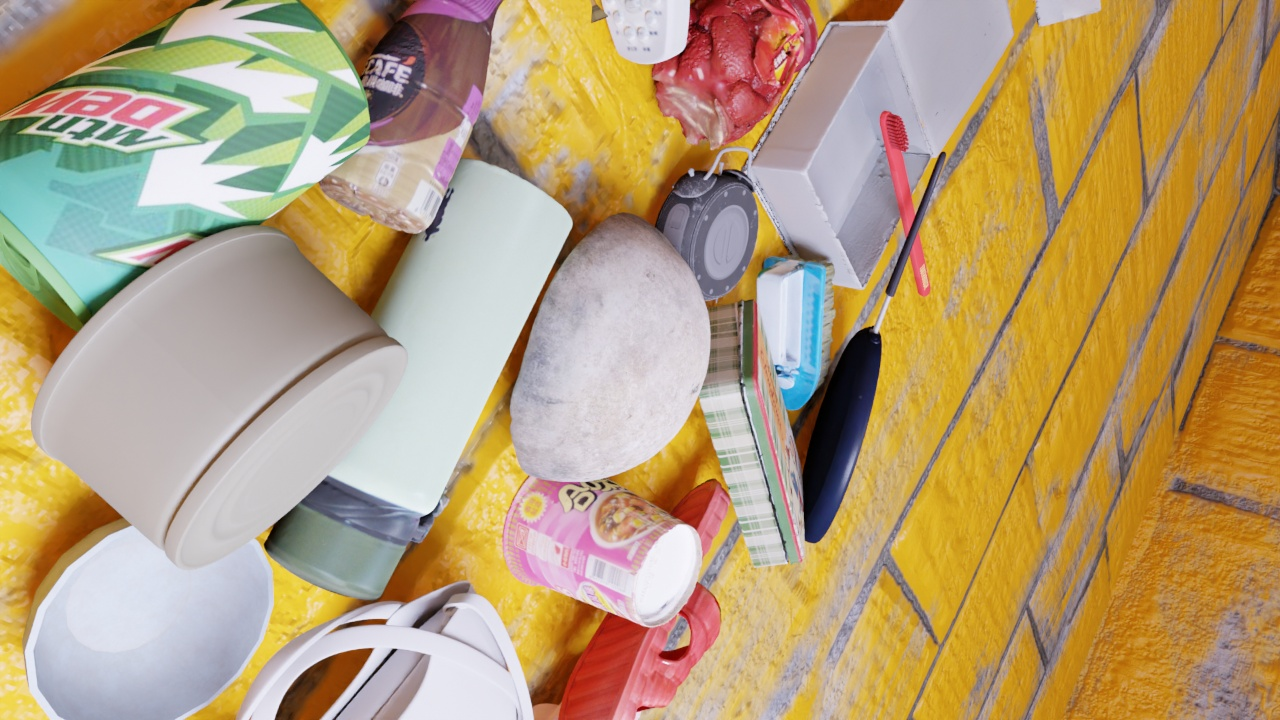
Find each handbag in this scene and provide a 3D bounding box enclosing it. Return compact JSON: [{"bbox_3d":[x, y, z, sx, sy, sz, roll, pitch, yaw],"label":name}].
[{"bbox_3d":[-0.149,0.216,0.482,0.215,0.096,0.223,-49,150,-27],"label":"handbag"}]

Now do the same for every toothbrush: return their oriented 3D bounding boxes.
[{"bbox_3d":[0.231,-0.125,0.780,0.012,0.018,0.212,-44,136,-13],"label":"toothbrush"}]

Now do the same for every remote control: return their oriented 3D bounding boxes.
[{"bbox_3d":[0.000,-0.238,0.553,0.028,0.060,0.114,-37,132,-40],"label":"remote control"}]

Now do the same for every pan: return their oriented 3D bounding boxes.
[{"bbox_3d":[0.192,-0.006,0.791,0.198,0.021,0.357,-62,169,-67],"label":"pan"}]

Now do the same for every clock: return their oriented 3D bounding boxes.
[{"bbox_3d":[0.046,-0.096,0.667,0.091,0.044,0.123,-16,120,-49],"label":"clock"}]

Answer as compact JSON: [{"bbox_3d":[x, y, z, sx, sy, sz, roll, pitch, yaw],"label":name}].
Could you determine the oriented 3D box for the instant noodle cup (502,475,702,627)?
[{"bbox_3d":[-0.021,0.126,0.620,0.097,0.109,0.098,-21,119,-44],"label":"instant noodle cup"}]

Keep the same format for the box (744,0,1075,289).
[{"bbox_3d":[0.240,-0.246,0.801,0.368,0.098,0.166,-55,138,-11],"label":"box"}]

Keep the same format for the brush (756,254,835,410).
[{"bbox_3d":[0.127,-0.018,0.783,0.075,0.055,0.136,-28,124,-46],"label":"brush"}]

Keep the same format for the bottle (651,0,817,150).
[{"bbox_3d":[0.064,-0.201,0.612,0.111,0.099,0.099,-44,133,-24],"label":"bottle"}]

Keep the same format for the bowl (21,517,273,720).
[{"bbox_3d":[-0.230,0.115,0.425,0.106,0.039,0.106,-20,118,-44],"label":"bowl"}]

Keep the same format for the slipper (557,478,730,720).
[{"bbox_3d":[0.017,0.192,0.667,0.059,0.104,0.248,41,45,-9],"label":"slipper"}]

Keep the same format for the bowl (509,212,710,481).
[{"bbox_3d":[-0.003,0.003,0.577,0.177,0.081,0.179,-53,155,-38],"label":"bowl"}]

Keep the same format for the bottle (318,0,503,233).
[{"bbox_3d":[-0.103,-0.150,0.462,0.059,0.060,0.166,29,81,-50],"label":"bottle"}]

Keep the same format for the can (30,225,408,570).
[{"bbox_3d":[-0.168,0.016,0.383,0.127,0.073,0.128,-48,177,-3],"label":"can"}]

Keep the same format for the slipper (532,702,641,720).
[{"bbox_3d":[-0.059,0.291,0.678,0.220,0.056,0.107,-46,134,-44],"label":"slipper"}]

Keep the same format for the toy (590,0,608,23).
[{"bbox_3d":[-0.038,-0.237,0.501,0.076,0.063,0.100,-27,105,-21],"label":"toy"}]

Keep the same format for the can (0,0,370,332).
[{"bbox_3d":[-0.188,-0.083,0.369,0.143,0.083,0.083,-48,134,-28],"label":"can"}]

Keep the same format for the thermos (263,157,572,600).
[{"bbox_3d":[-0.116,0.012,0.492,0.082,0.082,0.231,36,75,-49],"label":"thermos"}]

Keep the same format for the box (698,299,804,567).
[{"bbox_3d":[0.092,0.062,0.734,0.117,0.051,0.206,-85,160,-53],"label":"box"}]
